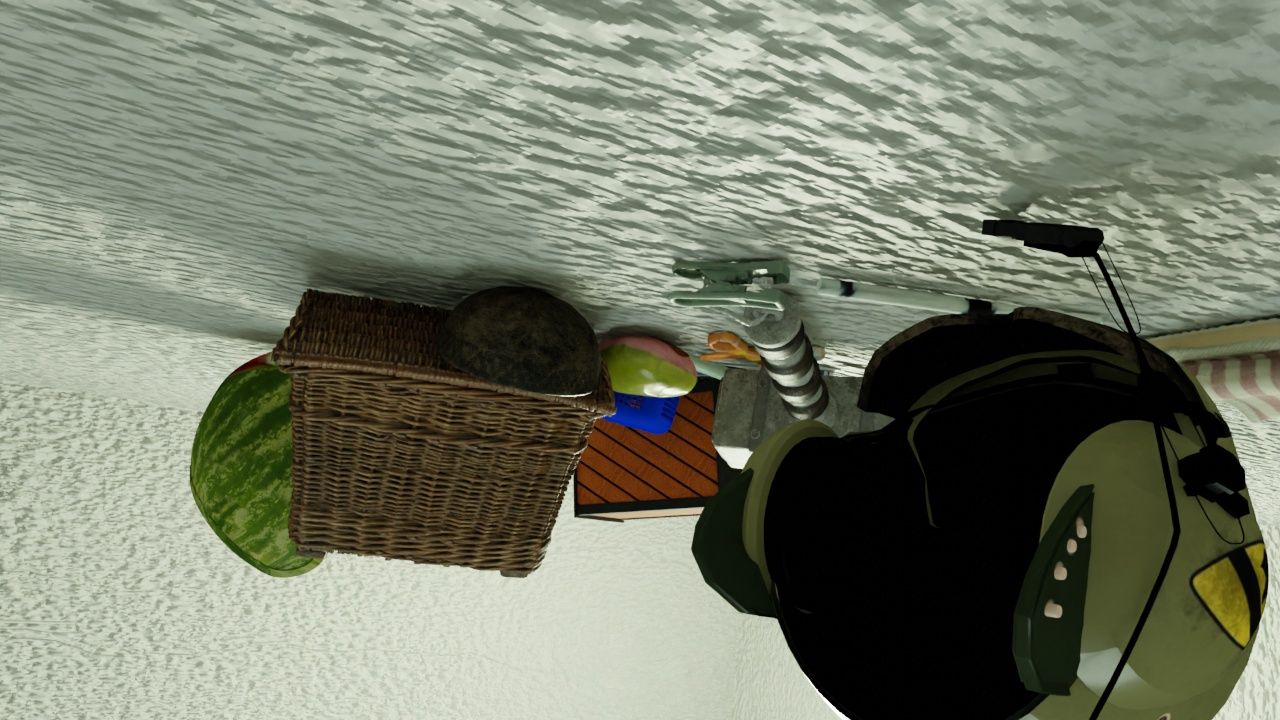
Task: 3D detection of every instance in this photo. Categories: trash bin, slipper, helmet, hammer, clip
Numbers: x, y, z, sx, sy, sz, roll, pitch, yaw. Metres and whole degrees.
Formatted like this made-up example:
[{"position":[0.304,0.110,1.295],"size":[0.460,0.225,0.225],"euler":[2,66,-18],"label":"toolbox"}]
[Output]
[{"position":[0.030,0.109,1.058],"size":[0.172,0.139,0.139],"euler":[-7,166,20],"label":"trash bin"},{"position":[0.385,0.011,0.603],"size":[0.115,0.052,0.263],"euler":[11,170,-28],"label":"slipper"},{"position":[0.175,0.075,0.452],"size":[0.232,0.255,0.251],"euler":[18,167,-35],"label":"helmet"},{"position":[0.123,0.016,0.712],"size":[0.177,0.079,0.326],"euler":[4,159,21],"label":"hammer"},{"position":[0.053,-0.047,0.562],"size":[0.076,0.044,0.023],"euler":[2,164,25],"label":"clip"},{"position":[-0.396,0.102,1.097],"size":[0.243,0.247,0.213],"euler":[53,177,-18],"label":"helmet"}]

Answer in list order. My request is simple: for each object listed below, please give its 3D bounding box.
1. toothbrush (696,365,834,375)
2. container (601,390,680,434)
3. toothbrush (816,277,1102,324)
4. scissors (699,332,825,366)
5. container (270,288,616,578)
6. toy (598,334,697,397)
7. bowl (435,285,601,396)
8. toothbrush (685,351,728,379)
[{"position":[0.104,0.012,0.899],"size":[0.168,0.014,0.014],"euler":[5,169,13],"label":"toothbrush"},{"position":[-0.009,0.037,0.939],"size":[0.096,0.058,0.114],"euler":[15,173,13],"label":"container"},{"position":[0.202,-0.032,0.577],"size":[0.187,0.017,0.012],"euler":[8,150,-4],"label":"toothbrush"},{"position":[0.105,-0.006,0.805],"size":[0.131,0.011,0.125],"euler":[2,168,25],"label":"scissors"},{"position":[-0.166,0.065,0.750],"size":[0.249,0.183,0.162],"euler":[9,-162,-14],"label":"container"},{"position":[-0.005,0.005,0.822],"size":[0.110,0.051,0.090],"euler":[0,166,45],"label":"toy"},{"position":[-0.083,-0.023,0.668],"size":[0.121,0.056,0.121],"euler":[16,-167,-4],"label":"bowl"},{"position":[0.096,0.017,0.875],"size":[0.154,0.015,0.022],"euler":[19,-173,-18],"label":"toothbrush"}]
